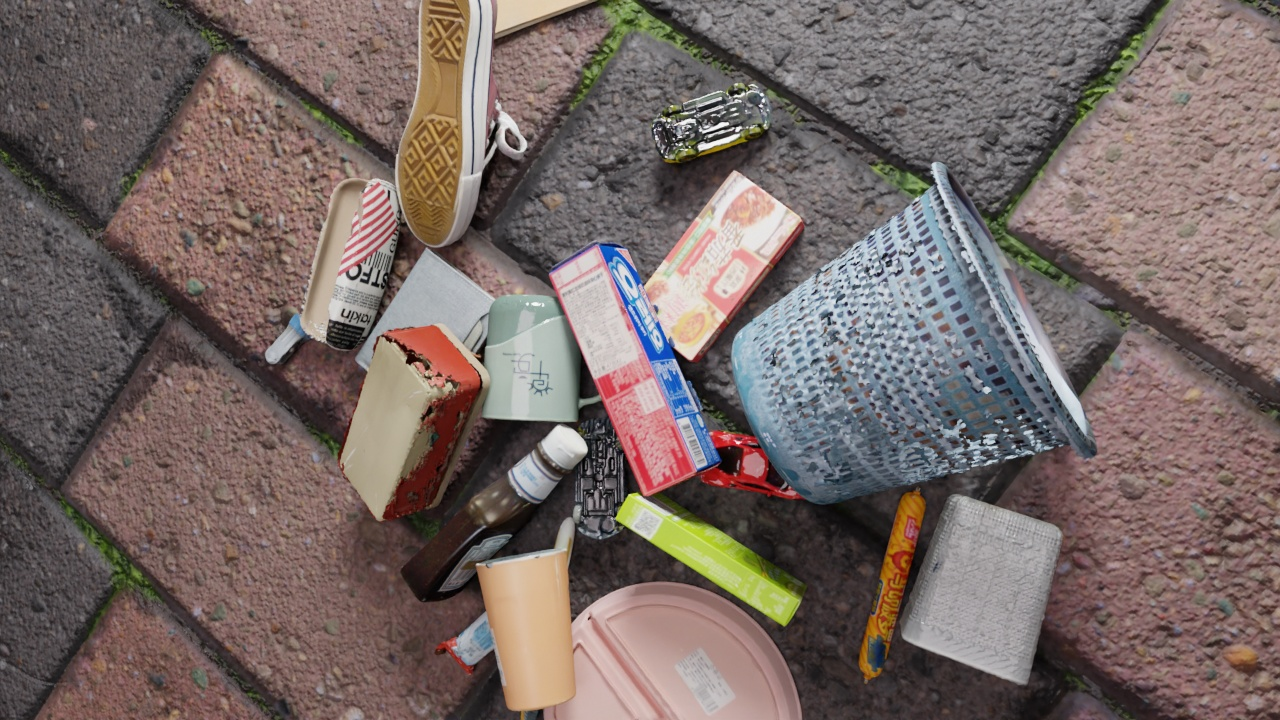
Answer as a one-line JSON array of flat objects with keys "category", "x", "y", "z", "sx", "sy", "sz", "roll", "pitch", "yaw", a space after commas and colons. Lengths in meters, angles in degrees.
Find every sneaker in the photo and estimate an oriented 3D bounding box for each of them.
[{"category": "sneaker", "x": -0.158, "y": -0.221, "z": 0.831, "sx": 0.118, "sy": 0.087, "sz": 0.241, "roll": 24, "pitch": 115, "yaw": 27}]

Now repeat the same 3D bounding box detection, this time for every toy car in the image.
[{"category": "toy car", "x": 0.062, "y": -0.203, "z": 0.795, "sx": 0.105, "sy": 0.032, "sz": 0.048, "roll": -19, "pitch": 82, "yaw": 3}, {"category": "toy car", "x": 0.101, "y": 0.088, "z": 0.769, "sx": 0.106, "sy": 0.031, "sz": 0.049, "roll": 9, "pitch": 91, "yaw": 14}, {"category": "toy car", "x": -0.033, "y": 0.103, "z": 0.804, "sx": 0.049, "sy": 0.031, "sz": 0.105, "roll": -2, "pitch": 82, "yaw": 19}]

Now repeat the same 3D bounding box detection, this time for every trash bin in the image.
[{"category": "trash bin", "x": 0.184, "y": 0.002, "z": 0.671, "sx": 0.195, "sy": 0.226, "sz": 0.226, "roll": -28, "pitch": 80, "yaw": 25}]

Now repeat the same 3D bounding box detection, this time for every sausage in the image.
[{"category": "sausage", "x": 0.202, "y": 0.181, "z": 0.739, "sx": 0.021, "sy": 0.021, "sz": 0.165, "roll": 14, "pitch": 91, "yaw": 16}]

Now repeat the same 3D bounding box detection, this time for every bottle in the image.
[{"category": "bottle", "x": -0.123, "y": 0.132, "z": 0.798, "sx": 0.195, "sy": 0.079, "sz": 0.044, "roll": -45, "pitch": 70, "yaw": 14}]

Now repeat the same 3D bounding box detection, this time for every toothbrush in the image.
[{"category": "toothbrush", "x": -0.081, "y": 0.233, "z": 0.815, "sx": 0.016, "sy": 0.018, "sz": 0.191, "roll": 12, "pitch": 89, "yaw": -22}]

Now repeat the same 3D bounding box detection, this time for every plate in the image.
[{"category": "plate", "x": 0.021, "y": 0.306, "z": 0.781, "sx": 0.230, "sy": 0.028, "sz": 0.229, "roll": -1, "pitch": 86, "yaw": 16}]

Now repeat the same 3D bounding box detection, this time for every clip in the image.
[{"category": "clip", "x": -0.346, "y": -0.019, "z": 0.907, "sx": 0.025, "sy": 0.035, "sz": 0.058, "roll": 45, "pitch": 95, "yaw": 11}]

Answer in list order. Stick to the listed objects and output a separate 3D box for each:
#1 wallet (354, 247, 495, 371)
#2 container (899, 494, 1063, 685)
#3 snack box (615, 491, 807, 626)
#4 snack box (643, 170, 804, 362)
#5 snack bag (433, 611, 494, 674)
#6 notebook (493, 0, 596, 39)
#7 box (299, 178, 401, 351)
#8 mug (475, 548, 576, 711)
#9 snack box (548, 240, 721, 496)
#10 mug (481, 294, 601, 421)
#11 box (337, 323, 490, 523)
[{"category": "wallet", "x": -0.196, "y": -0.023, "z": 0.854, "sx": 0.106, "sy": 0.037, "sz": 0.130, "roll": 37, "pitch": 98, "yaw": 15}, {"category": "container", "x": 0.257, "y": 0.166, "z": 0.692, "sx": 0.090, "sy": 0.090, "sz": 0.114, "roll": 18, "pitch": 88, "yaw": 15}, {"category": "snack box", "x": 0.060, "y": 0.157, "z": 0.748, "sx": 0.156, "sy": 0.085, "sz": 0.026, "roll": 30, "pitch": 93, "yaw": 14}, {"category": "snack box", "x": 0.064, "y": -0.080, "z": 0.790, "sx": 0.075, "sy": 0.025, "sz": 0.153, "roll": 40, "pitch": 98, "yaw": 14}, {"category": "snack bag", "x": -0.136, "y": 0.242, "z": 0.826, "sx": 0.105, "sy": 0.026, "sz": 0.045, "roll": -41, "pitch": 102, "yaw": 7}, {"category": "notebook", "x": -0.102, "y": -0.421, "z": 0.863, "sx": 0.150, "sy": 0.012, "sz": 0.211, "roll": -15, "pitch": 83, "yaw": 14}, {"category": "box", "x": -0.278, "y": -0.093, "z": 0.863, "sx": 0.087, "sy": 0.075, "sz": 0.162, "roll": 14, "pitch": 92, "yaw": 21}, {"category": "mug", "x": -0.092, "y": 0.226, "z": 0.773, "sx": 0.078, "sy": 0.078, "sz": 0.122, "roll": -11, "pitch": 81, "yaw": 15}, {"category": "snack box", "x": -0.005, "y": 0.004, "z": 0.764, "sx": 0.058, "sy": 0.057, "sz": 0.207, "roll": -28, "pitch": 81, "yaw": 26}, {"category": "mug", "x": -0.080, "y": 0.000, "z": 0.802, "sx": 0.111, "sy": 0.082, "sz": 0.106, "roll": 3, "pitch": 87, "yaw": -5}, {"category": "box", "x": -0.205, "y": 0.058, "z": 0.793, "sx": 0.091, "sy": 0.078, "sz": 0.169, "roll": 44, "pitch": 125, "yaw": 25}]
